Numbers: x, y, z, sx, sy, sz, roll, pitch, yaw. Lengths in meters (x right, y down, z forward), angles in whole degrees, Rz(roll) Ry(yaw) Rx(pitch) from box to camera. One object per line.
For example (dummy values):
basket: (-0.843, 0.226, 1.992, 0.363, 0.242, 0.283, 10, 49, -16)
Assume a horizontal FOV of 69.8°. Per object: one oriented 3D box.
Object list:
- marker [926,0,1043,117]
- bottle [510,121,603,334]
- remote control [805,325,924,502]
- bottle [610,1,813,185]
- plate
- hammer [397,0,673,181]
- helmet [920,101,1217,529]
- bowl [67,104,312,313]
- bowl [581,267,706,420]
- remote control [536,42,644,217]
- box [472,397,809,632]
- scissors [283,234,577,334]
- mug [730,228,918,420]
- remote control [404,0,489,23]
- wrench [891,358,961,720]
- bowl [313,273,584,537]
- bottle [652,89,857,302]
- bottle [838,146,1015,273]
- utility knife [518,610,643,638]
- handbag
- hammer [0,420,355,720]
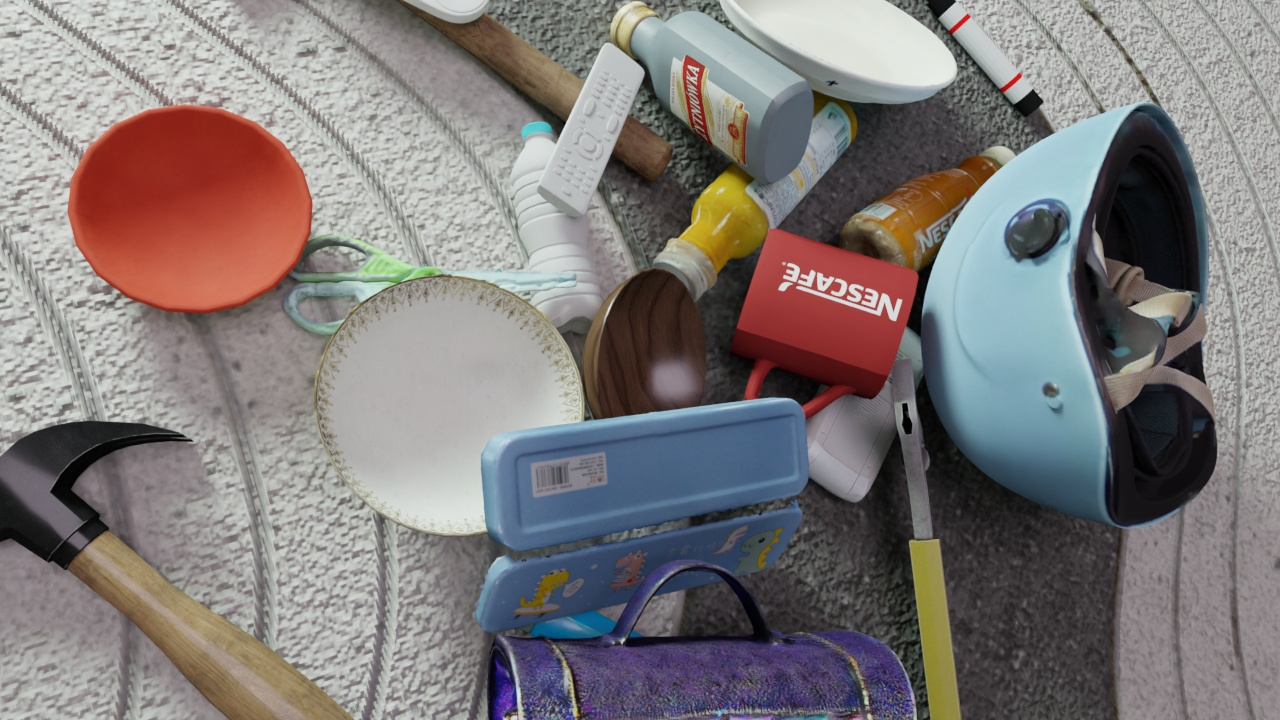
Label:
marker: (0.275, -0.260, 0.750, 0.145, 0.019, 0.019, 47, 67, -3)
bottle: (-0.055, -0.085, 0.581, 0.044, 0.044, 0.136, -7, 79, -20)
remote control: (0.154, 0.028, 0.635, 0.060, 0.025, 0.138, 35, 66, -8)
bottle: (0.041, -0.186, 0.604, 0.046, 0.072, 0.161, -33, 59, -21)
plate: (0.135, -0.230, 0.657, 0.182, 0.034, 0.182, 13, 41, -12)
hammer: (-0.115, -0.219, 0.601, 0.321, 0.040, 0.129, 34, 73, -9)
helmet: (0.280, -0.032, 0.604, 0.225, 0.167, 0.265, 19, 81, -43)
bowl: (-0.250, -0.081, 0.519, 0.122, 0.035, 0.122, 5, 75, -18)
bowl: (-0.003, 0.003, 0.564, 0.119, 0.032, 0.119, -6, 98, -55)
remote control: (-0.030, -0.147, 0.580, 0.033, 0.012, 0.130, 32, 59, -22)
box: (0.010, 0.088, 0.519, 0.209, 0.039, 0.127, -5, 110, -31)
scissors: (-0.123, -0.047, 0.542, 0.174, 0.033, 0.065, 1, 69, -6)
mug: (0.112, -0.015, 0.589, 0.096, 0.080, 0.116, 18, 80, 7)
remote control: (-0.158, -0.253, 0.567, 0.136, 0.013, 0.043, 23, 79, -12)
wrench: (0.186, 0.135, 0.592, 0.018, 0.083, 0.273, -7, 88, 18)
bowl: (-0.110, 0.029, 0.524, 0.145, 0.063, 0.145, 5, 75, -18)
bottle: (0.078, -0.114, 0.629, 0.053, 0.053, 0.185, 44, 68, -4)
bottle: (0.218, -0.112, 0.674, 0.166, 0.059, 0.059, -33, 89, -26)
utility knife: (0.011, 0.189, 0.552, 0.198, 0.015, 0.031, 31, 72, -9)
handbag: (0.026, 0.218, 0.481, 0.204, 0.126, 0.222, 4, 83, -16)
hammer: (-0.208, 0.155, 0.477, 0.305, 0.040, 0.132, 42, 71, -6)
